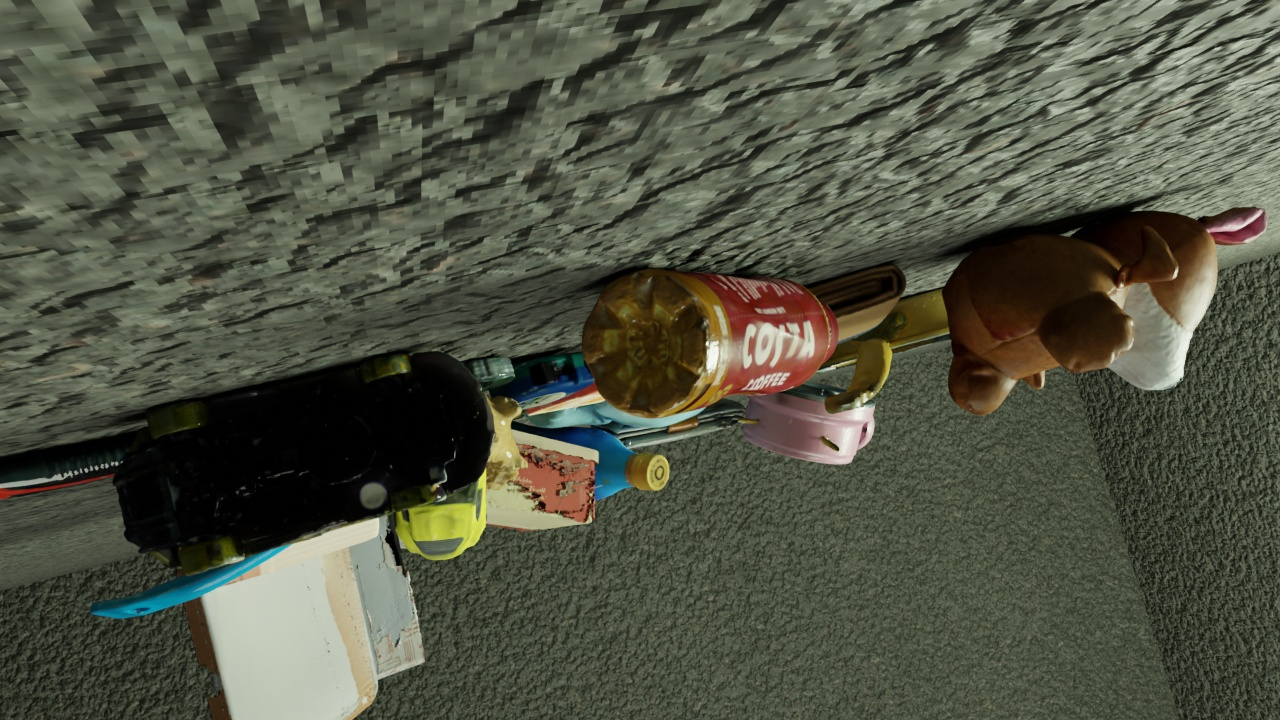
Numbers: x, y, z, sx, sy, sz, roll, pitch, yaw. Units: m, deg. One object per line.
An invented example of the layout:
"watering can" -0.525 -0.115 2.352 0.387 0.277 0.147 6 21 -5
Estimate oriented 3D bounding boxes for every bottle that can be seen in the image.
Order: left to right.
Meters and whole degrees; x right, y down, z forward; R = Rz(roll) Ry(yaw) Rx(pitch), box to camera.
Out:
"bottle" -0.067 0.090 0.823 0.219 0.065 0.065 1 -173 42
"bottle" 0.044 -0.011 0.418 0.058 0.057 0.174 -18 174 31

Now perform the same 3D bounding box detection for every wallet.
"wallet" 0.023 0.055 0.881 0.129 0.037 0.107 -12 -177 -17
"wallet" 0.117 -0.028 0.581 0.090 0.033 0.115 -18 173 6

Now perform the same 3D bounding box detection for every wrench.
"wrench" -0.193 0.034 0.449 0.272 0.016 0.056 -13 171 -25

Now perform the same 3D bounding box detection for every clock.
"clock" 0.155 0.052 0.848 0.117 0.060 0.158 14 -171 23

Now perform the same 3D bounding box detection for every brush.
"brush" -0.176 0.086 0.501 0.254 0.046 0.083 -26 157 -2

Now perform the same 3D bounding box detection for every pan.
"pan" 0.212 -0.008 0.791 0.198 0.078 0.356 -18 174 27

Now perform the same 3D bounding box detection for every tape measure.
"tape measure" -0.061 0.012 0.535 0.054 0.025 0.058 -8 168 -39

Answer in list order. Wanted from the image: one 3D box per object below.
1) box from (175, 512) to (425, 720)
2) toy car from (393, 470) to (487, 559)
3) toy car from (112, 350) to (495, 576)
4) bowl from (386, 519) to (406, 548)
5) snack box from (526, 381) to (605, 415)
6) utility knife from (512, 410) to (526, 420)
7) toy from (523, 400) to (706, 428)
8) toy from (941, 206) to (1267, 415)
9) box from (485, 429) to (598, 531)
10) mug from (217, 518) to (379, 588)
"box" -0.251 0.184 0.724 0.134 0.179 0.270 -8 -171 -1
"toy car" -0.099 0.061 0.451 0.048 0.032 0.105 -4 133 -15
"toy car" -0.141 0.043 0.394 0.158 0.070 0.042 -14 175 -9
"bowl" -0.226 0.140 0.878 0.118 0.064 0.118 6 142 5
"snack box" -0.004 0.004 0.603 0.153 0.025 0.075 -20 172 42
"utility knife" -0.131 0.044 0.767 0.031 0.021 0.205 -15 170 7
"toy" -0.008 0.034 0.784 0.157 0.050 0.161 -6 179 43
"toy" 0.286 -0.034 0.566 0.199 0.130 0.140 -23 174 -32
"box" -0.118 0.097 0.701 0.168 0.076 0.092 18 155 -39
"mug" -0.234 0.088 0.586 0.105 0.082 0.115 -14 -171 -27
